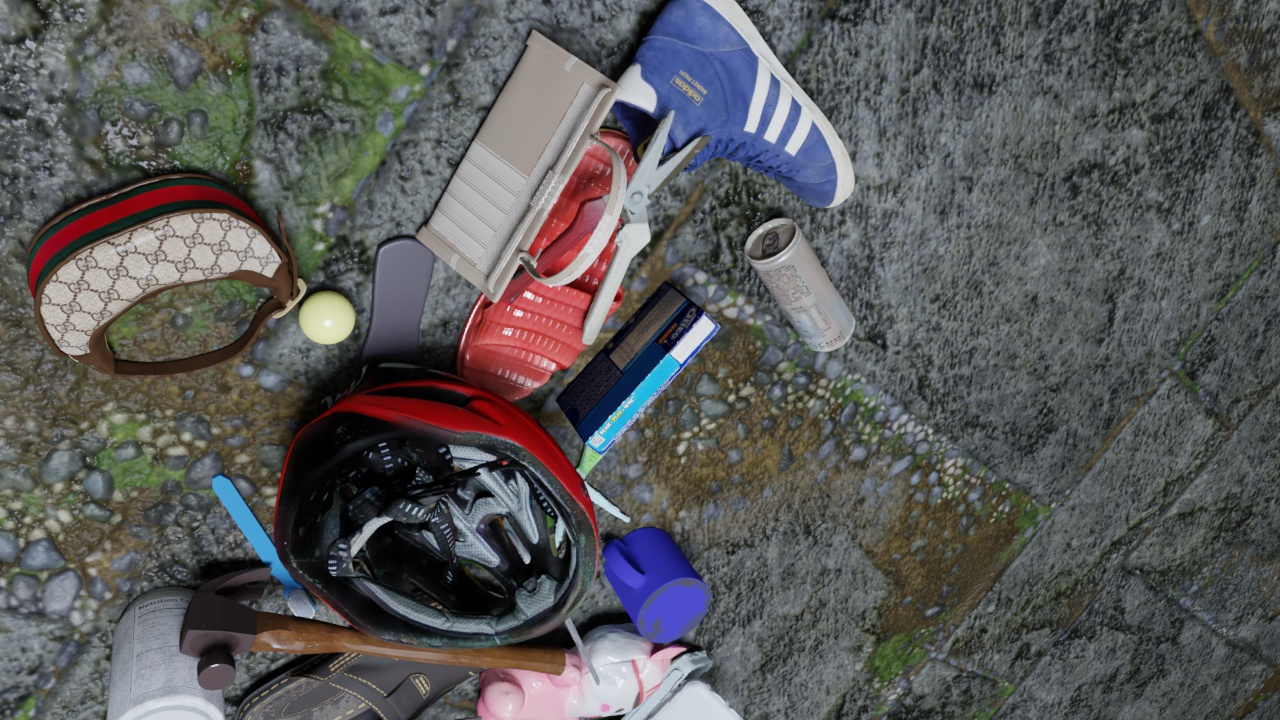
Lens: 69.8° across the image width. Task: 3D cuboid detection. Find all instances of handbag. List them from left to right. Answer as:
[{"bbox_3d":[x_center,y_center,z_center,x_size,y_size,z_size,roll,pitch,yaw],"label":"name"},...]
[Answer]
[{"bbox_3d":[-0.318,-0.051,0.629,0.166,0.063,0.138,-27,142,-16],"label":"handbag"},{"bbox_3d":[-0.065,-0.117,0.623,0.062,0.198,0.176,25,103,-35],"label":"handbag"}]

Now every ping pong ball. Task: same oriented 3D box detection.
[{"bbox_3d":[-0.234,-0.032,0.684,0.040,0.040,0.040,-12,121,-21],"label":"ping pong ball"}]

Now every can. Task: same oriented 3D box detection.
[{"bbox_3d":[-0.366,0.245,0.710,0.078,0.136,0.078,-12,121,-21],"label":"can"},{"bbox_3d":[0.150,-0.067,0.850,0.054,0.054,0.135,-42,126,-1],"label":"can"}]

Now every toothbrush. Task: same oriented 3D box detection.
[{"bbox_3d":[-0.313,0.160,0.767,0.016,0.014,0.167,-25,124,-13],"label":"toothbrush"},{"bbox_3d":[-0.068,0.218,0.818,0.010,0.181,0.010,10,117,-34],"label":"toothbrush"}]

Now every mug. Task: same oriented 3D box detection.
[{"bbox_3d":[0.006,0.217,0.915,0.079,0.083,0.111,-48,127,4],"label":"mug"}]

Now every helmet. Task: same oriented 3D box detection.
[{"bbox_3d":[-0.152,0.121,0.728,0.218,0.166,0.272,-34,121,12],"label":"helmet"}]

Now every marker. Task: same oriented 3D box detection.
[{"bbox_3d":[-0.120,0.175,0.871,0.017,0.017,0.146,-31,126,-9],"label":"marker"}]

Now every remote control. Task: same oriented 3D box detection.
[{"bbox_3d":[-0.191,-0.038,0.721,0.046,0.009,0.125,3,115,-28],"label":"remote control"}]

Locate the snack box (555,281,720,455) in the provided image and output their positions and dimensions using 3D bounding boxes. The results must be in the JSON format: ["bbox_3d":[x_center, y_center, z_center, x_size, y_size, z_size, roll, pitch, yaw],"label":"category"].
[{"bbox_3d":[-0.005,0.005,0.794,0.150,0.082,0.027,-47,125,4],"label":"snack box"}]

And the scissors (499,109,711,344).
[{"bbox_3d":[-0.028,-0.089,0.682,0.187,0.015,0.179,-14,129,-5],"label":"scissors"}]

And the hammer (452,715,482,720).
[{"bbox_3d":[-0.154,0.416,0.921,0.138,0.035,0.314,-25,144,9],"label":"hammer"}]

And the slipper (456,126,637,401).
[{"bbox_3d":[-0.062,-0.065,0.742,0.103,0.059,0.249,23,103,-34],"label":"slipper"}]

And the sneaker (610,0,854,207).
[{"bbox_3d":[0.071,-0.165,0.721,0.118,0.091,0.233,-53,126,-13],"label":"sneaker"}]

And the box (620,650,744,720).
[{"bbox_3d":[0.027,0.438,1.007,0.215,0.124,0.106,-51,151,7],"label":"box"}]

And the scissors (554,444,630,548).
[{"bbox_3d":[-0.068,0.115,0.869,0.167,0.023,0.172,6,111,-35],"label":"scissors"}]

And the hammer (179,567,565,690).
[{"bbox_3d":[-0.211,0.237,0.772,0.322,0.115,0.033,16,109,-28],"label":"hammer"}]

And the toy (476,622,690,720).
[{"bbox_3d":[-0.060,0.325,0.938,0.213,0.084,0.142,-9,145,-17],"label":"toy"}]

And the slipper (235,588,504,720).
[{"bbox_3d":[-0.233,0.293,0.842,0.267,0.076,0.113,-23,125,-14],"label":"slipper"}]
